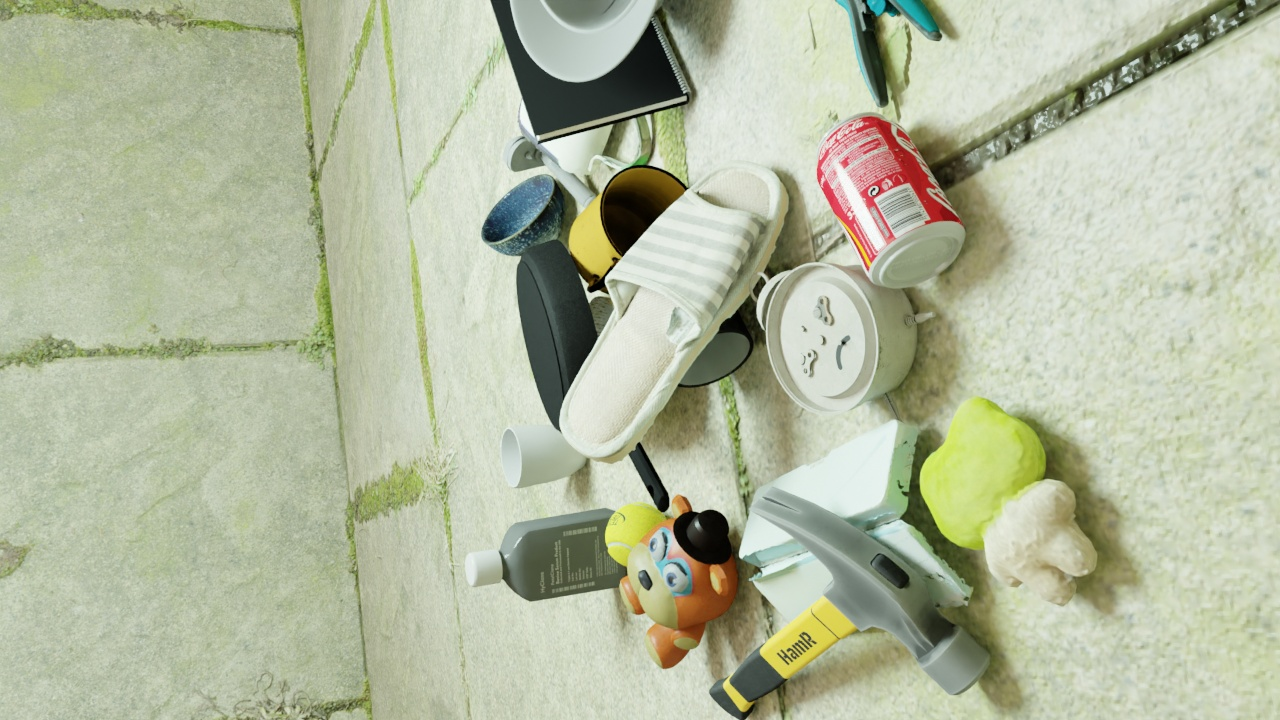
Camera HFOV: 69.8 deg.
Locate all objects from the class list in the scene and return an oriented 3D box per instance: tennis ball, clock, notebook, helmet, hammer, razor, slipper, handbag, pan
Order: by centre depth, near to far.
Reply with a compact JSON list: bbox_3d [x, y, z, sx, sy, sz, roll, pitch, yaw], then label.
[{"bbox_3d":[0.131,-0.027,0.650,0.157,0.061,0.103,38,128,46],"label":"clock"},{"bbox_3d":[0.113,0.215,0.697,0.170,0.034,0.325,43,146,14],"label":"hammer"},{"bbox_3d":[0.019,-0.043,0.732,0.114,0.054,0.272,35,92,42],"label":"slipper"},{"bbox_3d":[-0.020,-0.380,0.845,0.184,0.117,0.271,0,90,31],"label":"helmet"},{"bbox_3d":[-0.056,0.023,0.872,0.355,0.044,0.204,-122,24,-50],"label":"pan"},{"bbox_3d":[-0.053,-0.306,0.881,0.016,0.149,0.206,83,169,-62],"label":"notebook"},{"bbox_3d":[-0.003,0.176,0.923,0.065,0.065,0.065,13,105,62],"label":"tennis ball"},{"bbox_3d":[-0.042,-0.264,0.962,0.176,0.073,0.152,47,138,24],"label":"handbag"},{"bbox_3d":[-0.088,-0.213,1.049,0.116,0.088,0.047,48,138,22],"label":"razor"}]

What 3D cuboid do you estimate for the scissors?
[{"bbox_3d":[0.157,-0.237,0.618,0.156,0.019,0.125,39,126,57],"label":"scissors"}]

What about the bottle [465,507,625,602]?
[{"bbox_3d":[-0.103,0.216,1.003,0.046,0.173,0.084,3,96,63],"label":"bottle"}]

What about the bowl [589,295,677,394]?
[{"bbox_3d":[-0.005,0.005,0.899,0.145,0.063,0.145,170,90,-69],"label":"bowl"}]

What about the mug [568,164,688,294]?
[{"bbox_3d":[-0.014,-0.109,0.857,0.123,0.100,0.094,-57,13,-24],"label":"mug"}]

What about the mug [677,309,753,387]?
[{"bbox_3d":[0.028,-0.029,0.791,0.078,0.113,0.088,79,170,-57],"label":"mug"}]

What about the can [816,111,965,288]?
[{"bbox_3d":[0.156,-0.103,0.586,0.064,0.064,0.104,-57,44,49],"label":"can"}]

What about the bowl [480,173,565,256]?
[{"bbox_3d":[-0.132,-0.167,1.121,0.115,0.061,0.114,-26,39,24],"label":"bowl"}]

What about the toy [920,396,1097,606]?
[{"bbox_3d":[0.212,0.083,0.527,0.117,0.043,0.092,55,137,40],"label":"toy"}]

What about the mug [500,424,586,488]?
[{"bbox_3d":[-0.119,0.123,1.114,0.107,0.089,0.071,-62,41,45],"label":"mug"}]

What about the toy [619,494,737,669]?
[{"bbox_3d":[0.037,0.197,0.834,0.176,0.096,0.112,-59,45,31],"label":"toy"}]

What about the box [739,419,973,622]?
[{"bbox_3d":[0.146,0.128,0.664,0.126,0.074,0.198,60,150,8],"label":"box"}]
